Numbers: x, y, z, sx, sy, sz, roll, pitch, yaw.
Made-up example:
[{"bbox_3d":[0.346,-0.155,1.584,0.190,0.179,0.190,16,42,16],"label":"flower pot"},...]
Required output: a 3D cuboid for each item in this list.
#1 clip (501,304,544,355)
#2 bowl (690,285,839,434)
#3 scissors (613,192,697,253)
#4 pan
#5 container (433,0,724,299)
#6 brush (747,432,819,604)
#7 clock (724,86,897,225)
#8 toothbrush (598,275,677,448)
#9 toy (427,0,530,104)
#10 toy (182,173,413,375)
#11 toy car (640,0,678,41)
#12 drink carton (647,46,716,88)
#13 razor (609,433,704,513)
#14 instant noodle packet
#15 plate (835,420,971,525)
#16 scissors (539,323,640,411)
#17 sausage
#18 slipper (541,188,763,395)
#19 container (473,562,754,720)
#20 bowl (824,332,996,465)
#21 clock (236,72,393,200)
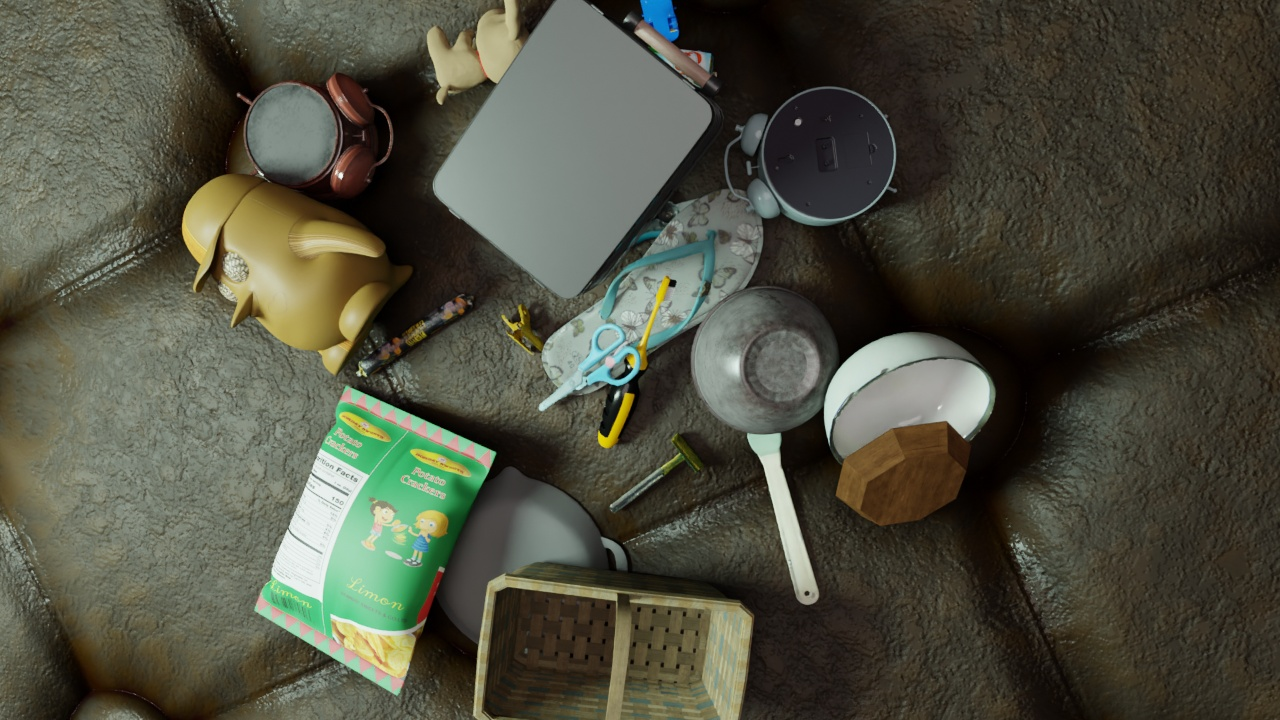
[{"bbox_3d":[-0.115,-0.036,0.925,0.039,0.053,0.047,-30,61,9],"label":"clip"},{"bbox_3d":[0.124,0.003,0.859,0.145,0.067,0.145,0,95,-6],"label":"bowl"},{"bbox_3d":[-0.001,-0.142,0.905,0.137,0.019,0.129,28,98,3],"label":"scissors"},{"bbox_3d":[-0.191,0.224,0.967,0.355,0.024,0.216,-4,95,9],"label":"pan"},{"bbox_3d":[-0.048,-0.186,0.821,0.163,0.130,0.242,39,107,1],"label":"container"},{"bbox_3d":[0.142,0.141,0.915,0.033,0.012,0.217,-15,94,10],"label":"brush"},{"bbox_3d":[0.157,-0.185,0.851,0.159,0.045,0.122,-7,90,0],"label":"clock"},{"bbox_3d":[-0.005,0.005,0.890,0.030,0.031,0.197,9,120,-20],"label":"toothbrush"},{"bbox_3d":[-0.145,-0.291,0.879,0.108,0.134,0.105,-14,52,11],"label":"toy"},{"bbox_3d":[-0.346,-0.093,0.885,0.203,0.162,0.199,35,139,-10],"label":"toy"},{"bbox_3d":[0.014,-0.360,0.886,0.033,0.061,0.092,-10,124,9],"label":"toy car"},{"bbox_3d":[0.008,-0.277,0.880,0.129,0.038,0.044,7,96,9],"label":"drink carton"},{"bbox_3d":[0.011,0.121,0.929,0.106,0.026,0.042,-39,91,14],"label":"razor"},{"bbox_3d":[-0.272,0.175,0.928,0.196,0.090,0.252,21,87,22],"label":"instant noodle packet"},{"bbox_3d":[0.247,0.110,0.847,0.131,0.025,0.131,-7,134,-8],"label":"plate"},{"bbox_3d":[-0.058,0.013,0.901,0.139,0.015,0.063,-32,80,27],"label":"scissors"},{"bbox_3d":[-0.235,-0.027,0.952,0.155,0.020,0.020,-32,90,10],"label":"sausage"},{"bbox_3d":[0.017,-0.055,0.890,0.269,0.054,0.098,-42,101,13],"label":"slipper"},{"bbox_3d":[-0.025,0.283,0.849,0.250,0.186,0.157,7,97,-2],"label":"container"},{"bbox_3d":[0.237,0.031,0.840,0.153,0.072,0.154,-6,134,-7],"label":"bowl"},{"bbox_3d":[-0.319,-0.223,0.919,0.158,0.072,0.120,0,96,9],"label":"clock"}]
